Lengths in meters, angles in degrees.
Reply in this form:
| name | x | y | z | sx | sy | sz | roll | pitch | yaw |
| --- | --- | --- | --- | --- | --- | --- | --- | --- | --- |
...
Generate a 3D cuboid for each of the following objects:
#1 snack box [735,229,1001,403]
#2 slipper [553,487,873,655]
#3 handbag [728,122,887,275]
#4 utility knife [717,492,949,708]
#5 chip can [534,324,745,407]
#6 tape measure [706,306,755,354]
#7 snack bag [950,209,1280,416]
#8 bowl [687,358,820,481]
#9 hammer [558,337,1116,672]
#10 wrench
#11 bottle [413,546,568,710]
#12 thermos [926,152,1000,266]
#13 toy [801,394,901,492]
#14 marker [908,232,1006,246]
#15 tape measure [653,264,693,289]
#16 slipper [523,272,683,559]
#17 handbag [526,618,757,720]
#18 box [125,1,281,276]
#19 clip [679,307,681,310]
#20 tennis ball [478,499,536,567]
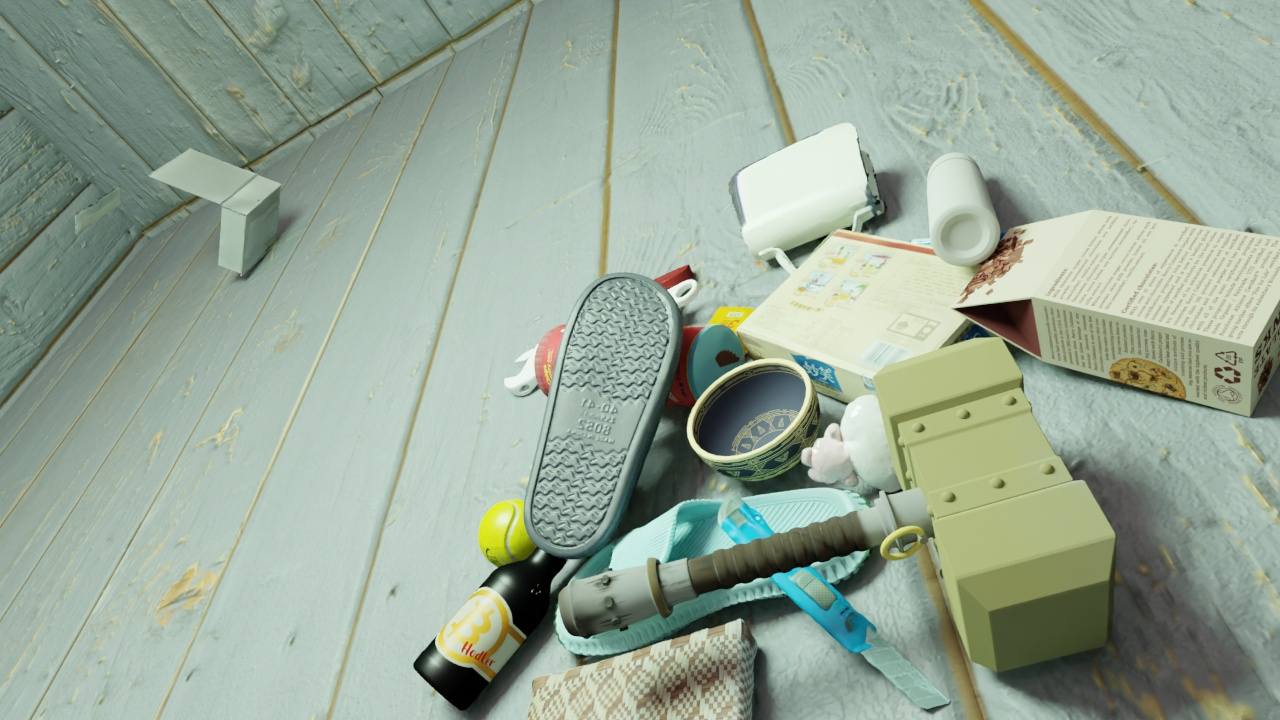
| name | x | y | z | sx | sy | sz | roll | pitch | yaw |
| --- | --- | --- | --- | --- | --- | --- | --- | --- | --- |
| snack box | 0.205 | -0.036 | 0.809 | 0.153 | 0.055 | 0.207 | -44 | 33 | -15 |
| slipper | 0.044 | 0.150 | 0.711 | 0.277 | 0.069 | 0.115 | -20 | 32 | 22 |
| handbag | 0.184 | -0.147 | 0.979 | 0.151 | 0.074 | 0.175 | -22 | 54 | 23 |
| utility knife | 0.122 | 0.159 | 0.621 | 0.031 | 0.015 | 0.207 | -39 | 53 | -15 |
| chip can | -0.005 | 0.005 | 0.924 | 0.214 | 0.087 | 0.086 | 1 | 47 | 42 |
| tape measure | 0.094 | -0.026 | 0.922 | 0.068 | 0.030 | 0.058 | 4 | 49 | 50 |
| snack bag | 0.340 | -0.046 | 0.657 | 0.206 | 0.070 | 0.094 | 21 | 62 | 44 |
| bowl | 0.103 | 0.060 | 0.775 | 0.113 | 0.061 | 0.112 | -24 | 34 | 17 |
| hammer | 0.103 | 0.120 | 0.592 | 0.325 | 0.101 | 0.190 | -18 | 43 | 9 |
| wrench | -0.048 | -0.028 | 1.044 | 0.274 | 0.018 | 0.066 | -25 | 34 | 27 |
| bottle | -0.110 | 0.207 | 0.785 | 0.181 | 0.059 | 0.059 | -48 | 34 | -19 |
| thermos | 0.284 | -0.142 | 0.819 | 0.052 | 0.052 | 0.223 | -20 | 16 | 23 |
| toy | 0.185 | 0.061 | 0.694 | 0.126 | 0.076 | 0.037 | -25 | 3 | 17 |
| marker | 0.313 | -0.110 | 0.847 | 0.142 | 0.013 | 0.013 | 2 | 48 | 45 |
| tape measure | 0.031 | -0.088 | 1.062 | 0.059 | 0.019 | 0.051 | -24 | 12 | 17 |
| slipper | -0.025 | 0.051 | 0.825 | 0.111 | 0.083 | 0.267 | 9 | 71 | 19 |
| handbag | -0.004 | 0.257 | 0.637 | 0.186 | 0.047 | 0.123 | -22 | 27 | 20 |
| box | -0.913 | -0.455 | 1.936 | 0.234 | 0.529 | 0.166 | -18 | 29 | 20 |
| clip | 0.026 | -0.044 | 1.018 | 0.043 | 0.023 | 0.075 | -14 | 40 | 28 |
| tennis ball | -0.115 | 0.161 | 0.843 | 0.065 | 0.065 | 0.065 | -24 | 34 | 17 |
